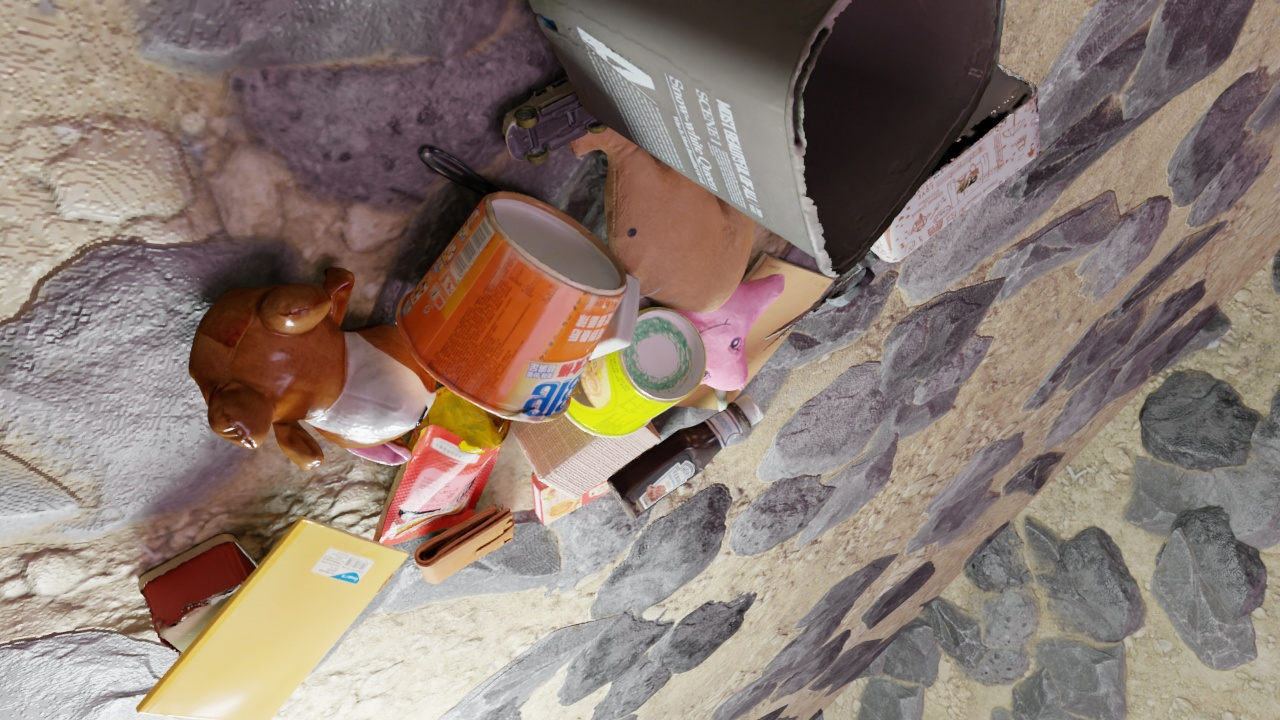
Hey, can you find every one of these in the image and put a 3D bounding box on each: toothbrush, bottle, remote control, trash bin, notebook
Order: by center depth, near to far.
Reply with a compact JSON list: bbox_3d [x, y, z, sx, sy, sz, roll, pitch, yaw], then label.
[{"bbox_3d":[0.071,-0.200,0.551,0.198,0.220,0.199,-52,150,-12],"label":"trash bin"},{"bbox_3d":[-0.101,-0.120,0.700,0.016,0.018,0.181,-42,147,16],"label":"toothbrush"},{"bbox_3d":[-0.047,-0.027,0.761,0.021,0.058,0.150,17,162,-29],"label":"remote control"},{"bbox_3d":[-0.313,0.233,0.804,0.206,0.010,0.146,-50,146,-2],"label":"notebook"},{"bbox_3d":[0.117,-0.025,1.040,0.149,0.012,0.212,8,126,-50],"label":"notebook"},{"bbox_3d":[0.055,0.106,1.058,0.194,0.044,0.080,-34,149,-8],"label":"bottle"},{"bbox_3d":[0.093,0.040,1.071,0.190,0.029,0.020,69,34,-60],"label":"toothbrush"}]

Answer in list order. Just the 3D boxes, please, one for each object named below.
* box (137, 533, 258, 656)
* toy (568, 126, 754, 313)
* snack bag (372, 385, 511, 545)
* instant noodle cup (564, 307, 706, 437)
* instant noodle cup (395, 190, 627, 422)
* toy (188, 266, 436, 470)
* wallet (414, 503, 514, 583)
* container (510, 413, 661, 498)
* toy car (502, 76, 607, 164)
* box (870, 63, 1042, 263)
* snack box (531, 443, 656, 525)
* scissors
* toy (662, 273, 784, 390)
[{"bbox_3d":[-0.365,0.239,0.821,0.091,0.077,0.169,-29,146,-17],"label":"box"},{"bbox_3d":[0.020,-0.116,0.753,0.225,0.083,0.143,22,72,-53],"label":"toy"},{"bbox_3d":[-0.185,0.113,0.863,0.128,0.073,0.208,-22,152,-43],"label":"snack bag"},{"bbox_3d":[-0.005,0.005,0.793,0.111,0.111,0.124,-21,178,-26],"label":"instant noodle cup"},{"bbox_3d":[-0.087,-0.045,0.675,0.151,0.151,0.112,7,127,-49],"label":"instant noodle cup"},{"bbox_3d":[-0.214,0.012,0.663,0.140,0.130,0.199,-63,155,-4],"label":"toy"},{"bbox_3d":[-0.182,0.193,0.960,0.107,0.031,0.132,-28,166,-18],"label":"wallet"},{"bbox_3d":[-0.057,0.070,0.913,0.111,0.090,0.090,-39,148,5],"label":"container"},{"bbox_3d":[-0.058,-0.175,0.654,0.090,0.035,0.042,-32,146,-13],"label":"toy car"},{"bbox_3d":[0.254,-0.170,0.858,0.180,0.158,0.205,-37,148,-3],"label":"box"},{"bbox_3d":[-0.051,0.127,1.045,0.152,0.025,0.075,-25,145,-21],"label":"snack box"},{"bbox_3d":[0.179,-0.057,0.915,0.163,0.014,0.165,-46,-172,0],"label":"scissors"},{"bbox_3d":[0.067,-0.025,0.923,0.195,0.074,0.178,-41,133,7],"label":"toy"}]
